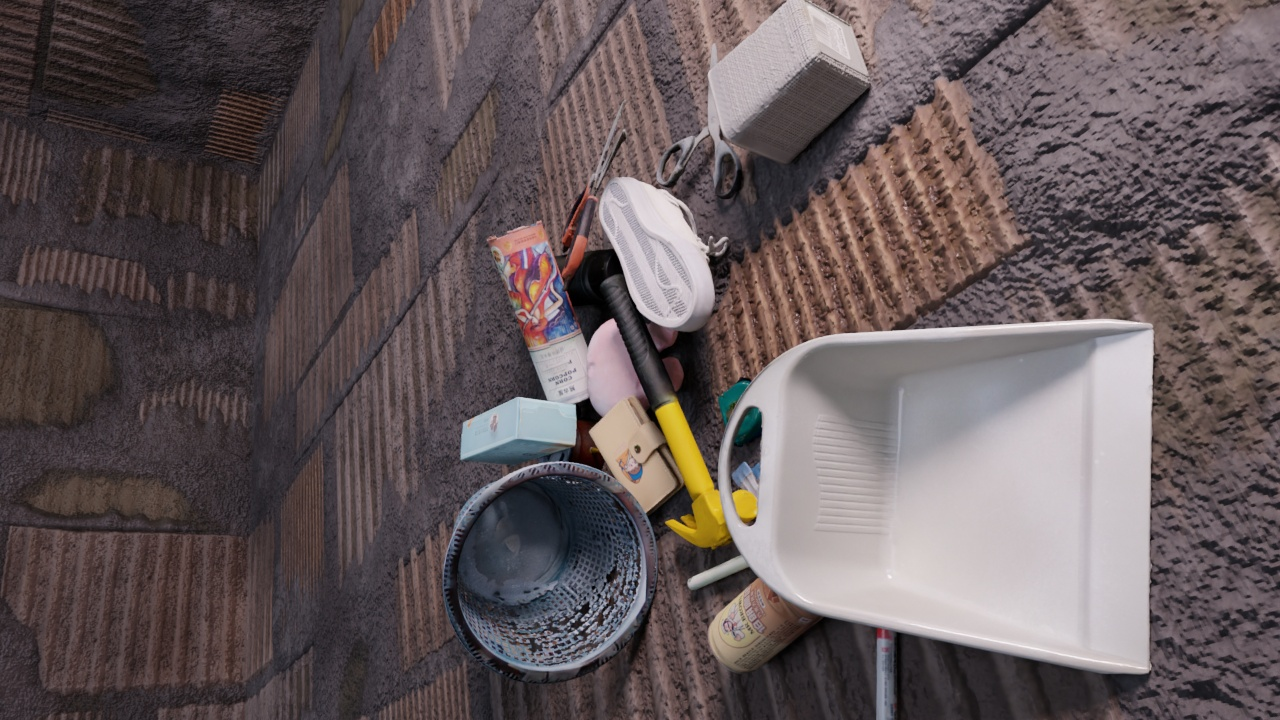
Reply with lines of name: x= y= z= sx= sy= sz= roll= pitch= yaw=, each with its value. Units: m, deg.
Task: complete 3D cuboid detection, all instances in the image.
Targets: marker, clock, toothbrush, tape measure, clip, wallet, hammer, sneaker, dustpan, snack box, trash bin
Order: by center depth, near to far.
dustpan: x=0.186 y=0.082 z=0.634 sx=0.258 sy=0.142 sz=0.222 roll=-7 pitch=77 yaw=57
marker: x=0.188 y=0.250 z=0.700 sx=0.017 sy=0.017 sz=0.145 roll=-11 pitch=73 yaw=55
toothbrush: x=0.100 y=0.186 z=0.846 sx=0.190 sy=0.020 sz=0.029 roll=-37 pitch=22 yaw=48
clip: x=0.108 y=0.122 z=0.849 sx=0.027 sy=0.043 sz=0.058 roll=-49 pitch=52 yaw=35
tape measure: x=0.098 y=0.047 z=0.875 sx=0.055 sy=0.025 sz=0.058 roll=-46 pitch=47 yaw=42
hammer: x=0.025 y=0.046 z=0.917 sx=0.129 sy=0.032 sz=0.300 roll=-53 pitch=54 yaw=53
sneaker: x=0.036 y=-0.108 z=0.951 sx=0.090 sy=0.090 sz=0.242 roll=-65 pitch=34 yaw=31
wallet: x=-0.003 y=0.102 z=0.987 sx=0.087 sy=0.024 sz=0.115 roll=-45 pitch=66 yaw=35
trash bin: x=-0.120 y=0.214 z=1.020 sx=0.195 sy=0.226 sz=0.226 roll=-176 pitch=95 yaw=-69
snack box: x=-0.148 y=0.087 z=1.090 sx=0.175 sy=0.074 sz=0.051 roll=-24 pitch=61 yaw=55
clock: x=-0.088 y=0.099 z=1.117 sx=0.122 sy=0.055 sz=0.082 roll=50 pitch=124 yaw=50

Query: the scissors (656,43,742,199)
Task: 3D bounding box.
scissors: x=0.076 y=-0.248 z=0.971 sx=0.160 sy=0.014 sz=0.180 roll=-26 pitch=67 yaw=30

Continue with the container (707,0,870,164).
container: x=0.137 y=-0.255 z=0.835 sx=0.115 sy=0.090 sz=0.090 roll=-36 pitch=54 yaw=43

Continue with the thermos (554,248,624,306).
thermos: x=-0.075 y=-0.108 z=1.149 sx=0.243 sy=0.068 sz=0.089 roll=0 pitch=51 yaw=55

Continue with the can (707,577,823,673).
can: x=0.111 y=0.217 z=0.785 sx=0.117 sy=0.058 sz=0.058 roll=-53 pitch=42 yaw=35

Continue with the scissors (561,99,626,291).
scissors: x=-0.057 y=-0.182 z=1.036 sx=0.189 sy=0.015 sz=0.227 roll=-151 pitch=77 yaw=-76

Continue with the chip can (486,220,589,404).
chip can: x=-0.113 y=-0.054 z=1.091 sx=0.071 sy=0.071 sz=0.215 roll=-7 pitch=105 yaw=56

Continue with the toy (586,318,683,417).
toy: x=-0.006 y=0.006 z=1.016 sx=0.160 sy=0.054 sz=0.121 roll=-15 pitch=77 yaw=51
